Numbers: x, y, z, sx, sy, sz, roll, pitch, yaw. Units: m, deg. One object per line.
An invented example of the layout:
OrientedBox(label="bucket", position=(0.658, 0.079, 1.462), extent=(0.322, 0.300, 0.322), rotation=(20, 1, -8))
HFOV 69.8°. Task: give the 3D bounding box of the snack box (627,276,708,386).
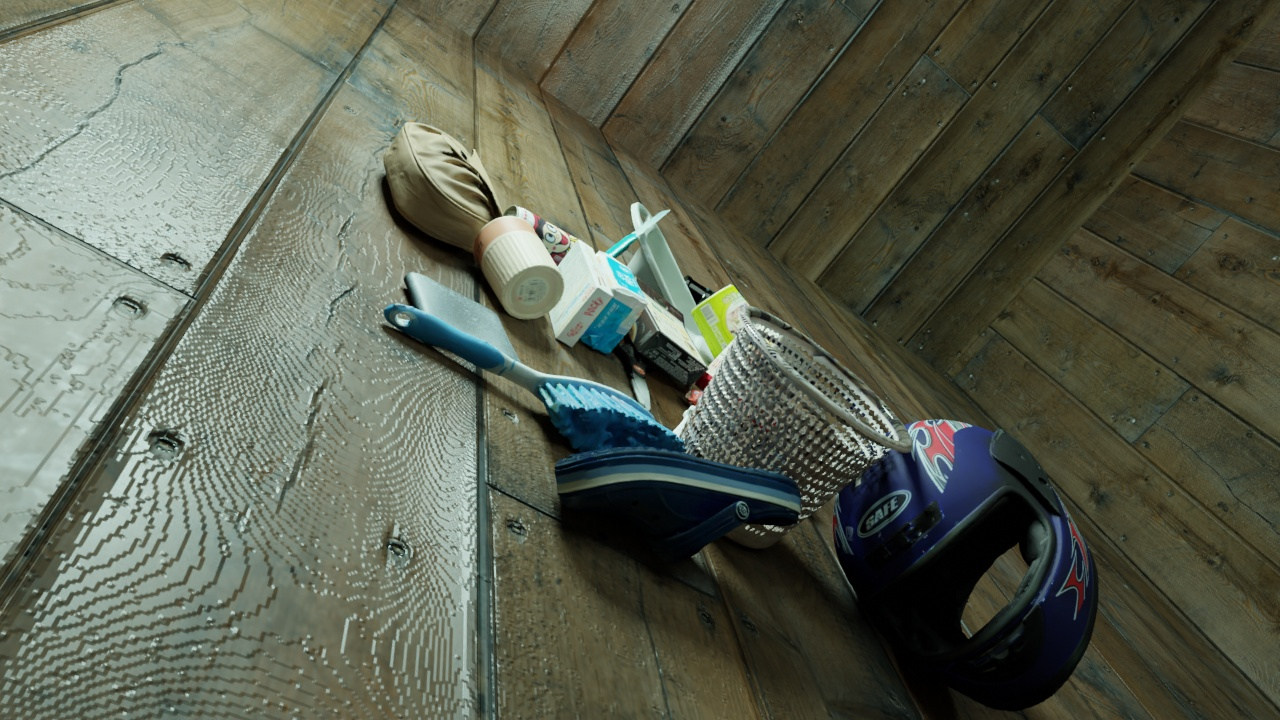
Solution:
OrientedBox(label="snack box", position=(0.029, -0.039, 1.267), extent=(0.113, 0.053, 0.125), rotation=(36, 17, -38))

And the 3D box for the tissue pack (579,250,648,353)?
OrientedBox(label="tissue pack", position=(-0.050, -0.078, 1.204), extent=(0.063, 0.090, 0.140), rotation=(29, 19, -28))

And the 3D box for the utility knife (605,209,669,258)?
OrientedBox(label="utility knife", position=(-0.035, -0.157, 1.319), extent=(0.029, 0.218, 0.013), rotation=(20, -35, 50))

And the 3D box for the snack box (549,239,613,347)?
OrientedBox(label="snack box", position=(-0.083, -0.088, 1.168), extent=(0.027, 0.085, 0.156), rotation=(32, 18, -27))

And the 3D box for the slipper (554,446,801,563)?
OrientedBox(label="slipper", position=(0.034, 0.134, 0.818), extent=(0.252, 0.105, 0.095), rotation=(11, 70, -30))

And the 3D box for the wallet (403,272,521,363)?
OrientedBox(label="wallet", position=(-0.183, -0.039, 0.945), extent=(0.120, 0.019, 0.097), rotation=(26, 22, -40))

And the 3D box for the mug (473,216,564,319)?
OrientedBox(label="mug", position=(-0.141, -0.101, 1.112), extent=(0.106, 0.081, 0.115), rotation=(56, -6, 42))

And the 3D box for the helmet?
OrientedBox(label="helmet", position=(0.332, 0.196, 1.002), extent=(0.240, 0.248, 0.314), rotation=(39, 23, -3))

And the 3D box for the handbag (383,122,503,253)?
OrientedBox(label="handbag", position=(-0.244, -0.223, 1.163), extent=(0.147, 0.100, 0.204), rotation=(29, 22, -39))

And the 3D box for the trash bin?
OrientedBox(label="trash bin", position=(0.139, 0.084, 0.979), extent=(0.227, 0.192, 0.227), rotation=(34, 17, -12))

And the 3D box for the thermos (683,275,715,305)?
OrientedBox(label="thermos", position=(0.164, -0.062, 1.668), extent=(0.242, 0.068, 0.090), rotation=(36, -6, -8))

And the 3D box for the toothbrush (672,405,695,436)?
OrientedBox(label="toothbrush", position=(0.049, 0.082, 1.110), extent=(0.016, 0.016, 0.179), rotation=(37, 16, 3))

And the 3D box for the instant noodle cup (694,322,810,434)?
OrientedBox(label="instant noodle cup", position=(0.159, 0.020, 1.275), extent=(0.116, 0.124, 0.116), rotation=(36, 0, -36))

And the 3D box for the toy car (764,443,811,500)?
OrientedBox(label="toy car", position=(0.196, 0.148, 1.218), extent=(0.049, 0.031, 0.105), rotation=(29, 20, -32))

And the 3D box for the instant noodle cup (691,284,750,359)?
OrientedBox(label="instant noodle cup", position=(0.144, -0.049, 1.442), extent=(0.123, 0.112, 0.111), rotation=(57, 18, 3))

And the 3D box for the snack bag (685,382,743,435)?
OrientedBox(label="snack bag", position=(0.098, 0.070, 1.231), extent=(0.105, 0.026, 0.045), rotation=(36, 9, -17))

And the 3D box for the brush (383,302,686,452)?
OrientedBox(label="brush", position=(-0.098, 0.029, 0.892), extent=(0.314, 0.060, 0.109), rotation=(24, 16, -34))

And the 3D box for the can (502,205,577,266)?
OrientedBox(label="can", position=(-0.141, -0.174, 1.334), extent=(0.132, 0.053, 0.053), rotation=(26, 20, -35))

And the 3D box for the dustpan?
OrientedBox(label="dustpan", position=(0.054, -0.117, 1.445), extent=(0.258, 0.143, 0.222), rotation=(36, 17, -4))

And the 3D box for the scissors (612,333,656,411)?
OrientedBox(label="scissors", position=(0.007, 0.016, 1.192), extent=(0.139, 0.022, 0.235), rotation=(25, 20, -39))
